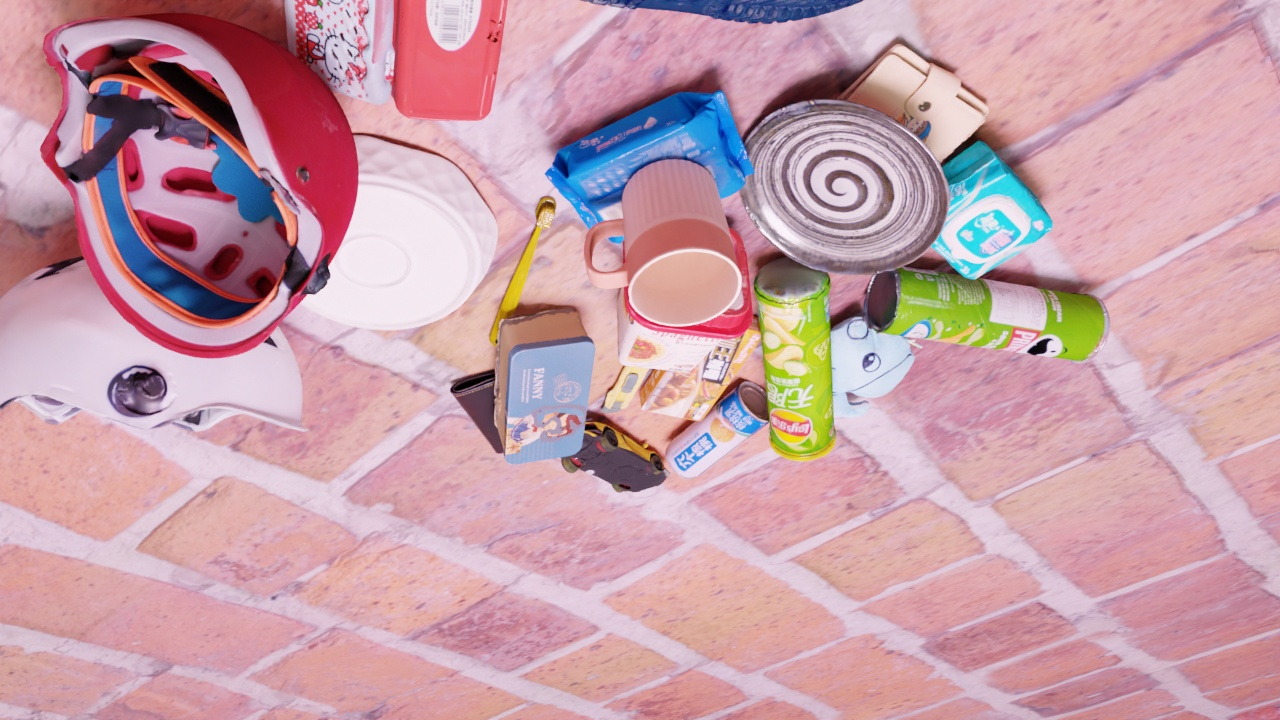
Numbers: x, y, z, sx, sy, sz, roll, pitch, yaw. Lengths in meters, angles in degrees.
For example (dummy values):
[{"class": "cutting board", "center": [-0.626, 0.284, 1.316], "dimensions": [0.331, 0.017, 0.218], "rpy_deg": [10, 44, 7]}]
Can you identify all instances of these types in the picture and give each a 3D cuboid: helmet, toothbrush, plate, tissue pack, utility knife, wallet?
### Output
[{"class": "helmet", "center": [-0.297, -0.131, 0.663], "dimensions": [0.207, 0.143, 0.241], "rpy_deg": [27, 127, 3]}, {"class": "toothbrush", "center": [-0.112, -0.076, 0.859], "dimensions": [0.015, 0.016, 0.191], "rpy_deg": [11, 136, -18]}, {"class": "plate", "center": [-0.230, -0.098, 0.799], "dimensions": [0.205, 0.045, 0.205], "rpy_deg": [-4, 139, -3]}, {"class": "plate", "center": [0.168, -0.145, 0.771], "dimensions": [0.179, 0.024, 0.180], "rpy_deg": [18, 144, 13]}, {"class": "tissue pack", "center": [0.294, -0.130, 0.809], "dimensions": [0.093, 0.050, 0.133], "rpy_deg": [-36, 140, 29]}, {"class": "utility knife", "center": [-0.006, 0.006, 0.974], "dimensions": [0.031, 0.018, 0.167], "rpy_deg": [5, 134, -21]}, {"class": "wallet", "center": [-0.139, 0.052, 1.004], "dimensions": [0.096, 0.020, 0.122], "rpy_deg": [-17, 139, 8]}, {"class": "wallet", "center": [0.221, -0.202, 0.750], "dimensions": [0.115, 0.024, 0.087], "rpy_deg": [22, 131, -27]}, {"class": "helmet", "center": [-0.414, -0.014, 0.781], "dimensions": [0.258, 0.146, 0.229], "rpy_deg": [4, 175, -12]}, {"class": "tissue pack", "center": [0.010, -0.159, 0.752], "dimensions": [0.157, 0.052, 0.095], "rpy_deg": [-21, 139, 17]}]

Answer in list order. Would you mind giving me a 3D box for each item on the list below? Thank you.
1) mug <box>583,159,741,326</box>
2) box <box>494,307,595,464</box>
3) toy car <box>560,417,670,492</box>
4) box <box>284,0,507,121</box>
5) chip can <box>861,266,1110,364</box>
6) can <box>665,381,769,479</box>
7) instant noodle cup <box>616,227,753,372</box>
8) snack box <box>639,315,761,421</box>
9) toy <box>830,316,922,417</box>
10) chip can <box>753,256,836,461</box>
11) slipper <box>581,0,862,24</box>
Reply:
[{"class": "mug", "center": [0.013, -0.090, 0.710], "dimensions": [0.114, 0.105, 0.082], "rpy_deg": [-8, 141, 2]}, {"class": "box", "center": [-0.099, 0.024, 0.925], "dimensions": [0.089, 0.062, 0.185], "rpy_deg": [-10, 139, -18]}, {"class": "toy car", "center": [-0.031, 0.114, 1.071], "dimensions": [0.071, 0.041, 0.155], "rpy_deg": [-31, 138, 27]}, {"class": "box", "center": [-0.165, -0.260, 0.618], "dimensions": [0.161, 0.058, 0.202], "rpy_deg": [8, 137, -10]}, {"class": "chip can", "center": [0.341, -0.047, 0.908], "dimensions": [0.236, 0.072, 0.072], "rpy_deg": [7, 138, -14]}, {"class": "can", "center": [0.088, 0.082, 1.038], "dimensions": [0.053, 0.053, 0.135], "rpy_deg": [23, 132, -30]}, {"class": "instant noodle cup", "center": [0.030, -0.053, 0.841], "dimensions": [0.116, 0.116, 0.124], "rpy_deg": [6, 149, -14]}, {"class": "snack box", "center": [0.062, 0.005, 0.968], "dimensions": [0.075, 0.026, 0.154], "rpy_deg": [12, 136, -20]}, {"class": "toy", "center": [0.227, 0.011, 0.977], "dimensions": [0.156, 0.049, 0.161], "rpy_deg": [-18, 137, 24]}, {"class": "chip can", "center": [0.156, 0.001, 0.913], "dimensions": [0.072, 0.072, 0.221], "rpy_deg": [-9, 129, 4]}, {"class": "slipper", "center": [0.059, -0.277, 0.597], "dimensions": [0.252, 0.105, 0.095], "rpy_deg": [-7, 99, -20]}]
